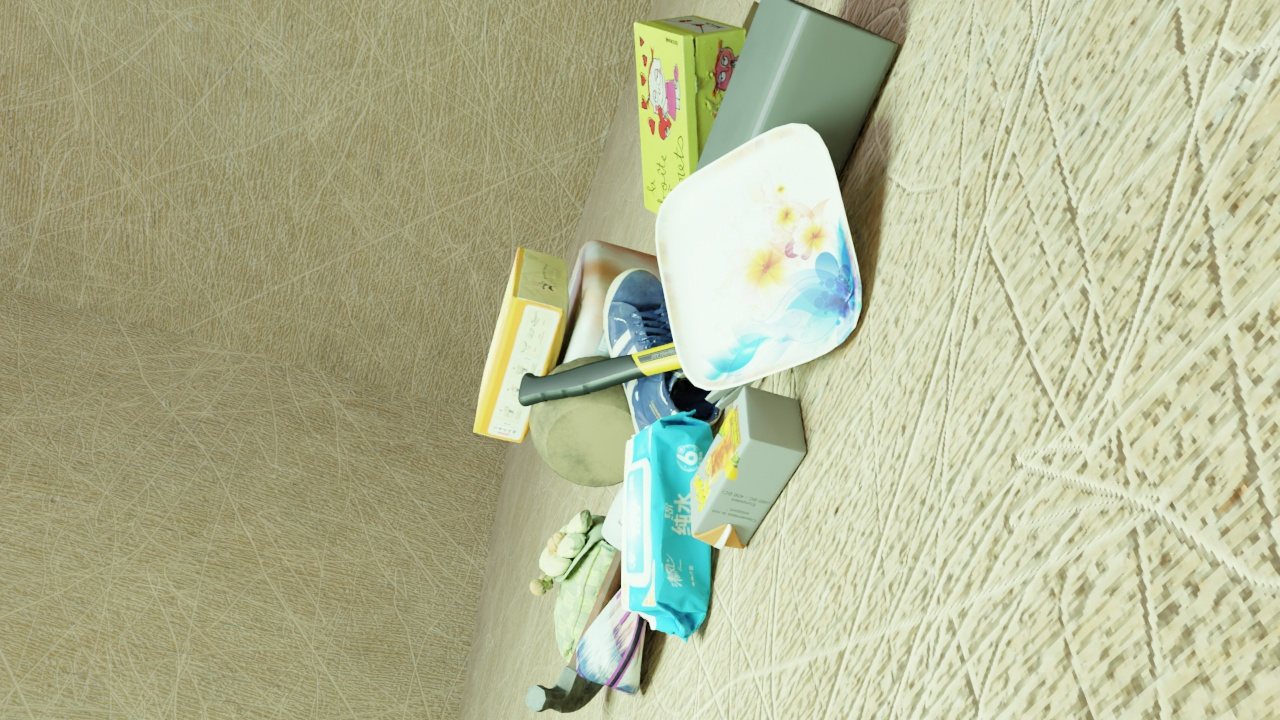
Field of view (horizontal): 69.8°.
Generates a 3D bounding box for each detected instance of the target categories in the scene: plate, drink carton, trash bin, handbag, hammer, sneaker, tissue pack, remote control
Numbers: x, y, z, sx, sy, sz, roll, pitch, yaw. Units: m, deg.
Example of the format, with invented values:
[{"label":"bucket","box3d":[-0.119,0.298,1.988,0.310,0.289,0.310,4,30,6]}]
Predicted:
[{"label":"plate","box3d":[0.091,-0.079,0.738,0.187,0.016,0.186,-22,73,42]},{"label":"drink carton","box3d":[0.085,0.090,0.753,0.076,0.048,0.125,-87,16,-49]},{"label":"trash bin","box3d":[0.125,-0.207,0.840,0.191,0.097,0.220,-97,25,-63]},{"label":"handbag","box3d":[-0.078,0.279,1.142,0.113,0.117,0.186,-150,77,-79]},{"label":"hammer","box3d":[-0.033,0.260,1.059,0.028,0.111,0.300,19,84,37]},{"label":"handbag","box3d":[-0.005,0.254,0.970,0.144,0.068,0.170,-117,50,-81]},{"label":"sneaker","box3d":[0.025,-0.014,0.988,0.119,0.091,0.232,132,132,-65]},{"label":"tissue pack","box3d":[0.024,0.158,0.877,0.117,0.066,0.209,142,131,-68]},{"label":"trash bin","box3d":[-0.024,-0.036,1.202,0.259,0.157,0.182,-97,24,-65]},{"label":"remote control","box3d":[0.003,0.159,1.024,0.060,0.028,0.114,24,81,37]},{"label":"hammer","box3d":[-0.006,0.005,0.928,0.325,0.029,0.126,-15,57,37]}]

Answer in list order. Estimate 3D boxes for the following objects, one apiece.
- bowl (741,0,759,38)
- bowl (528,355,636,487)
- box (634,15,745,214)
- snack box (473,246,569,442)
[{"label":"bowl","box3d":[0.126,-0.351,1.112,0.152,0.050,0.152,-159,94,-87]},{"label":"bowl","box3d":[-0.051,0.080,1.072,0.070,0.162,0.162,-92,20,-60]},{"label":"box","box3d":[0.056,-0.266,1.040,0.124,0.082,0.221,46,144,51]},{"label":"snack box","box3d":[-0.141,-0.019,1.138,0.145,0.080,0.196,-97,24,-59]}]
